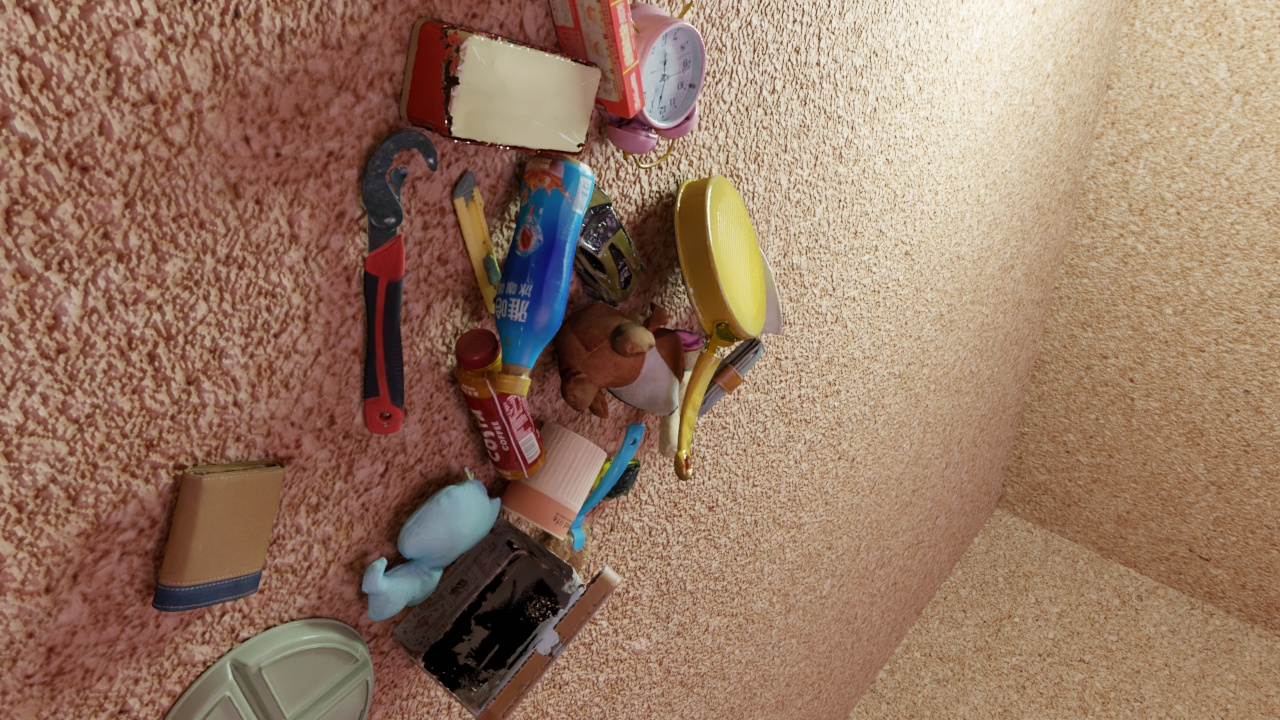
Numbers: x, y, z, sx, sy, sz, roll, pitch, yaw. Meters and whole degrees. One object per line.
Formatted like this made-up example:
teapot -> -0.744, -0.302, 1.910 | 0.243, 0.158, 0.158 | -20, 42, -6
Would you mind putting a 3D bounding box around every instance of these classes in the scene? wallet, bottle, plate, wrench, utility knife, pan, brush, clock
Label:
wallet -> -0.330, 0.136, 0.722 | 0.090, 0.033, 0.115 | 1, 110, -58
bottle -> -0.095, -0.076, 0.837 | 0.065, 0.065, 0.218 | 18, 84, -57
plate -> -0.343, 0.347, 0.853 | 0.229, 0.027, 0.231 | -32, 135, -40
wrench -> -0.209, -0.056, 0.763 | 0.056, 0.016, 0.274 | 2, 116, -22
utility knife -> -0.142, -0.084, 0.858 | 0.030, 0.021, 0.205 | -38, 144, -26
pan -> 0.077, -0.040, 1.021 | 0.197, 0.078, 0.356 | 42, 42, -53
brush -> -0.058, 0.172, 1.068 | 0.083, 0.046, 0.255 | -2, 131, -46
clock -> 0.011, -0.266, 0.903 | 0.117, 0.060, 0.159 | -33, 138, -38
bottle -> -0.139, 0.044, 0.904 | 0.057, 0.057, 0.175 | -44, 142, -29
wallet -> 0.116, 0.024, 1.216 | 0.130, 0.037, 0.106 | -46, 170, 3

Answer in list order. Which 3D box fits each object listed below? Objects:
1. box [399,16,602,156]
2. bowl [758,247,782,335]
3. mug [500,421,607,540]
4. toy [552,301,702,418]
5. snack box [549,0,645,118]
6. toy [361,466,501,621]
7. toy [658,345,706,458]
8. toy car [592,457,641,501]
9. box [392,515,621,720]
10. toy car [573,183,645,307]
box -> -0.104, -0.221, 0.755 | 0.168, 0.076, 0.091 | -9, 120, -53
bowl -> 0.135, -0.082, 1.187 | 0.065, 0.118, 0.118 | -15, 135, -1
mug -> -0.095, 0.134, 1.016 | 0.105, 0.081, 0.115 | -61, 176, -12
toy -> -0.006, 0.006, 1.014 | 0.140, 0.130, 0.199 | -39, 161, 13
snack box -> -0.041, -0.290, 0.797 | 0.025, 0.075, 0.153 | -44, 142, -28
toy -> -0.205, 0.180, 0.911 | 0.161, 0.050, 0.156 | -6, 123, -55
toy -> 0.051, 0.047, 1.145 | 0.105, 0.066, 0.157 | 99, 2, -72
toy car -> -0.031, 0.146, 1.152 | 0.105, 0.032, 0.048 | 5, 108, -68
box -> -0.124, 0.275, 0.926 | 0.179, 0.271, 0.134 | -47, 114, -23
toy car -> -0.042, -0.118, 0.949 | 0.070, 0.042, 0.158 | -54, 144, -16
